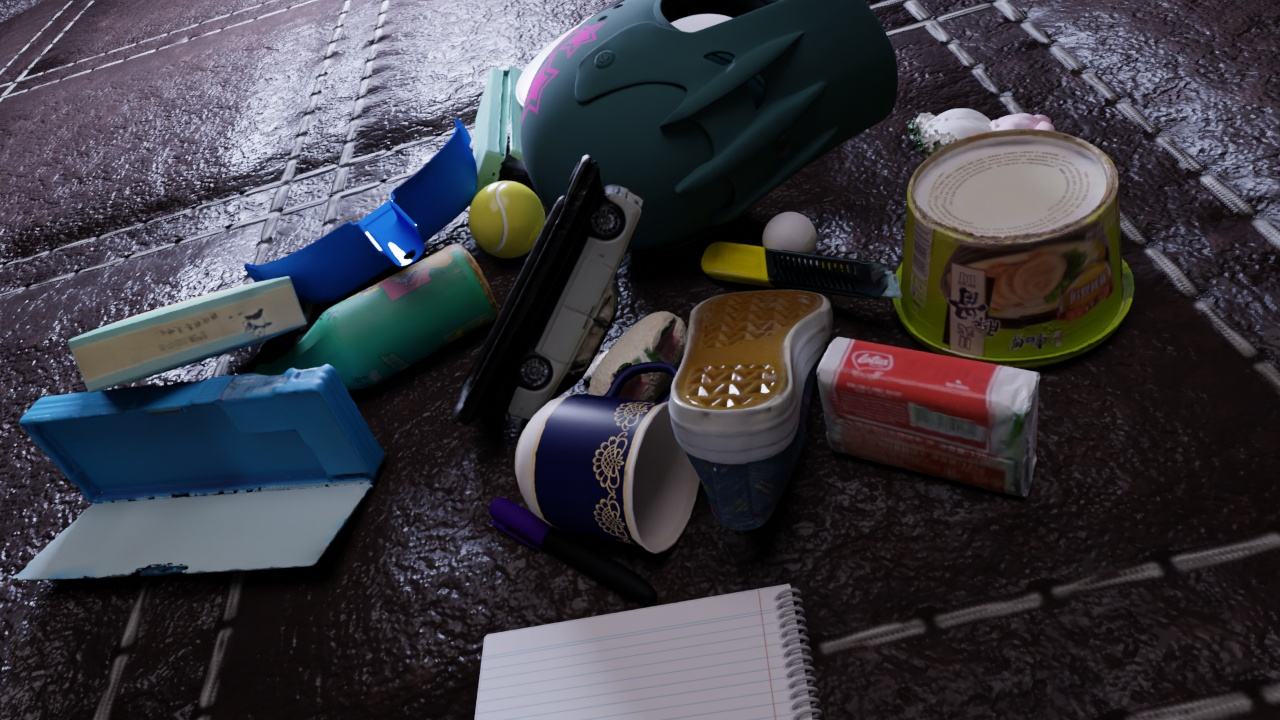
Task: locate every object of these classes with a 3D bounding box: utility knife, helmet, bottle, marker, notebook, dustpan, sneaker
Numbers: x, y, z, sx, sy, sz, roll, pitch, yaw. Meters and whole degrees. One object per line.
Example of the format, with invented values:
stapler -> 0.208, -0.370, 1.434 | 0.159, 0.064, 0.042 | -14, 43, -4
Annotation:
utility knife -> 0.110, -0.062, 0.645 | 0.173, 0.020, 0.028 | 16, 85, 47
helmet -> 0.040, -0.193, 0.707 | 0.275, 0.176, 0.200 | -28, 40, 9
bottle -> -0.214, -0.014, 0.703 | 0.209, 0.068, 0.068 | -30, 42, -13
marker -> -0.043, 0.112, 0.541 | 0.134, 0.015, 0.018 | 21, 82, 37
notebook -> 0.001, 0.218, 0.411 | 0.178, 0.013, 0.245 | -12, 41, 10
dustpan -> -0.214, -0.112, 0.767 | 0.245, 0.059, 0.257 | -38, 35, -9
sneaker -> 0.066, 0.018, 0.547 | 0.087, 0.079, 0.234 | 1, 21, 16

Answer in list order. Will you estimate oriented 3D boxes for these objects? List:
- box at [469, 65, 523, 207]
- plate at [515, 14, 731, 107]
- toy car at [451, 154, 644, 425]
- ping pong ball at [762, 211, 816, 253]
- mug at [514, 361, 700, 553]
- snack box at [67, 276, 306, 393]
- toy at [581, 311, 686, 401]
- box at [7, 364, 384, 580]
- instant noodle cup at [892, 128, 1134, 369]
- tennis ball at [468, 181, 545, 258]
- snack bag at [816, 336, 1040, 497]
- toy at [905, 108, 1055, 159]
box -> -0.115, -0.218, 0.917 | 0.093, 0.077, 0.187 | 12, 37, -17
plate -> -0.020, -0.311, 0.880 | 0.230, 0.030, 0.228 | -15, 40, 13
toy car -> -0.053, -0.038, 0.619 | 0.192, 0.071, 0.094 | -63, 13, 8
ping pong ball -> 0.111, -0.091, 0.684 | 0.040, 0.040, 0.040 | -11, 42, 9
mug -> -0.019, 0.050, 0.540 | 0.089, 0.085, 0.111 | 5, 67, 29
snack box -> -0.340, -0.023, 0.696 | 0.141, 0.044, 0.194 | -21, 12, -24
toy -> -0.004, 0.004, 0.617 | 0.050, 0.112, 0.087 | 39, 70, -3
box -> -0.312, 0.082, 0.615 | 0.244, 0.094, 0.115 | -6, 38, 15
instant noodle cup -> 0.232, -0.075, 0.577 | 0.146, 0.098, 0.146 | -11, 41, 9
tennis ball -> -0.114, -0.120, 0.783 | 0.065, 0.065, 0.065 | -11, 42, 9
snack bag -> 0.158, 0.030, 0.506 | 0.116, 0.077, 0.036 | 12, 52, 31
toy -> 0.266, -0.173, 0.716 | 0.109, 0.041, 0.095 | -3, 29, 13
